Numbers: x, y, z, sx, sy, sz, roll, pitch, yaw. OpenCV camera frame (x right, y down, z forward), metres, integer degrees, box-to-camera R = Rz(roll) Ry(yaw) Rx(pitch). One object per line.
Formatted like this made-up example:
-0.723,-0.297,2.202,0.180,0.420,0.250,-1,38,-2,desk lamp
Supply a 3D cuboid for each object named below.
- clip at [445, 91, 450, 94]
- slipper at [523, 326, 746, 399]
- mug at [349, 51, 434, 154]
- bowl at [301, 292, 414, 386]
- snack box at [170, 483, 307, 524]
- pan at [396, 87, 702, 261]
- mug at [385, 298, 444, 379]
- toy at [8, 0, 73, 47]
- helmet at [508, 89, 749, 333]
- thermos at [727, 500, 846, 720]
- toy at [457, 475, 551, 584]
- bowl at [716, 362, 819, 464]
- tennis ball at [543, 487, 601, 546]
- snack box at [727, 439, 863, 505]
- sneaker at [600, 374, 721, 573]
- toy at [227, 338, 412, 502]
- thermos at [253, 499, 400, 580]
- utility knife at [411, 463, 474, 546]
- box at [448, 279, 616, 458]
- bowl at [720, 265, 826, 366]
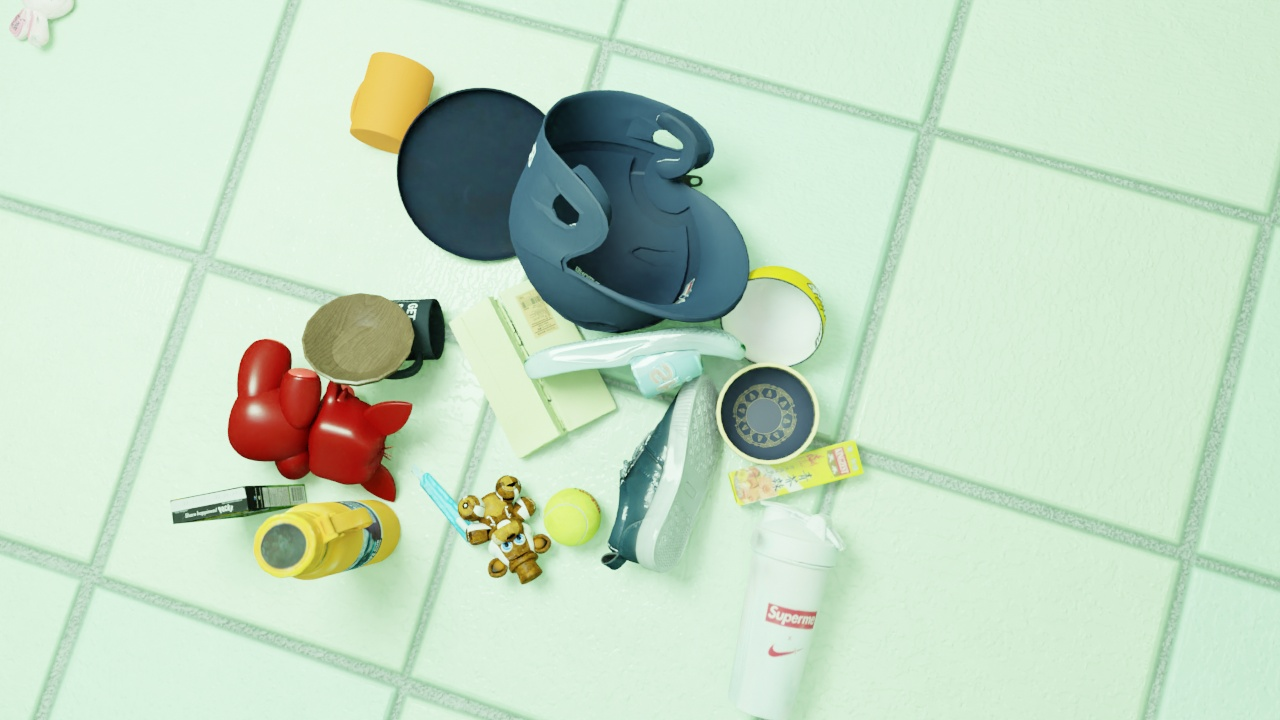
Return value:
-0.236,-0.279,1.104,0.040,0.101,0.054,-7,127,5,clip
-0.006,0.006,1.014,0.245,0.104,0.074,-6,93,5,slipper
-0.310,-0.308,1.105,0.113,0.077,0.096,10,83,33,mug
-0.306,-0.018,1.000,0.118,0.030,0.117,3,58,-6,bowl
-0.439,0.157,1.015,0.080,0.147,0.025,-11,83,2,snack box
-0.102,-0.214,1.075,0.356,0.021,0.199,0,112,-8,pan
-0.275,-0.022,1.055,0.077,0.071,0.104,-2,51,3,mug
-0.755,-0.450,1.157,0.063,0.047,0.110,21,88,14,toy
-0.013,-0.128,0.985,0.272,0.224,0.231,34,46,13,helmet
0.155,0.270,0.998,0.099,0.099,0.220,12,89,5,thermos
-0.149,0.196,1.036,0.087,0.067,0.112,-28,69,-15,toy
0.141,0.061,1.034,0.112,0.061,0.112,0,83,3,bowl
-0.077,0.176,1.032,0.065,0.065,0.065,0,83,3,tennis ball
0.175,0.128,1.041,0.148,0.029,0.040,-15,83,2,snack box
0.023,0.124,1.026,0.087,0.089,0.235,6,66,35,sneaker
-0.361,0.074,1.035,0.197,0.120,0.159,17,121,-5,toy
-0.320,0.179,0.963,0.076,0.233,0.091,34,86,7,thermos
-0.226,0.166,1.069,0.022,0.015,0.123,-39,80,-15,utility knife
-0.127,0.004,1.069,0.141,0.047,0.187,-26,83,-2,box
0.154,-0.057,1.035,0.117,0.067,0.117,11,126,16,bowl
